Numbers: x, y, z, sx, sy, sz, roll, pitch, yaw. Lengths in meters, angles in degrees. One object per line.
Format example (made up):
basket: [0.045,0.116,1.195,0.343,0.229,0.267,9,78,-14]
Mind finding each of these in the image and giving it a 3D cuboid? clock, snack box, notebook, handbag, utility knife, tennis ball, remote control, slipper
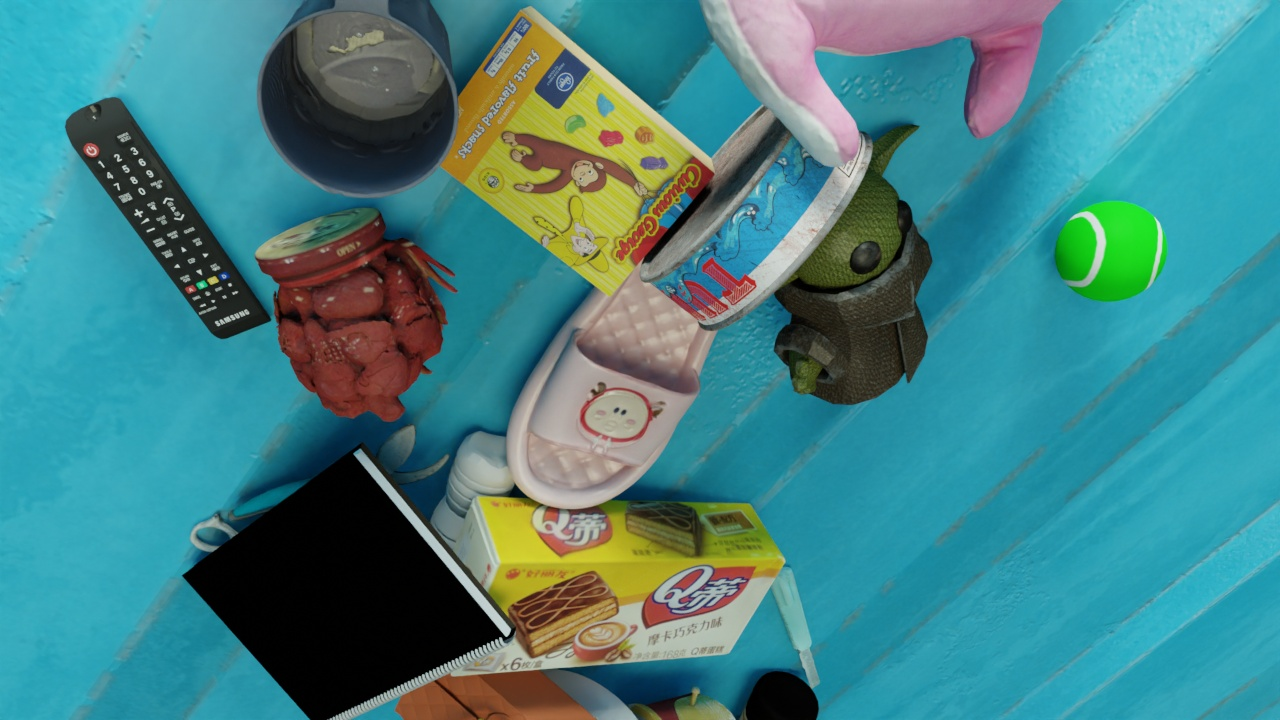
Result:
clock: [0.031,0.357,0.790,0.081,0.117,0.159,-1,132,-32]
snack box: [-0.037,-0.111,0.493,0.126,0.040,0.088,37,110,-14]
notebook: [-0.194,0.156,0.592,0.207,0.016,0.149,-33,99,31]
handbag: [-0.104,0.293,0.698,0.172,0.060,0.109,37,118,11]
utility knife: [0.137,0.236,0.792,0.022,0.015,0.165,-19,123,2]
tennis ball: [0.306,-0.071,0.598,0.065,0.065,0.065,-6,124,-9]
remote control: [-0.256,-0.072,0.505,0.033,0.015,0.147,-21,125,2]
snack box: [-0.019,0.157,0.653,0.230,0.061,0.110,7,122,-31]
slipper: [-0.003,0.003,0.578,0.106,0.055,0.222,23,106,-25]

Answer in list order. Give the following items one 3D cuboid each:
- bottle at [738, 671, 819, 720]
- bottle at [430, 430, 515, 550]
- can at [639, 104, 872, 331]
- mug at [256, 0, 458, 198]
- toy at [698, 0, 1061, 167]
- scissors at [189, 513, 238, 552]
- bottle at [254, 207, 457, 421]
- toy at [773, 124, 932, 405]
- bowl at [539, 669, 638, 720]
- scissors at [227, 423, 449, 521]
bottle: [0.107,0.369,0.848,0.059,0.059,0.182,7,121,-17]
bottle: [-0.123,0.113,0.638,0.044,0.044,0.136,15,119,-21]
can: [0.057,-0.080,0.476,0.044,0.129,0.130,37,109,-13]
mug: [-0.127,-0.153,0.426,0.083,0.104,0.124,2,122,-13]
toy: [0.148,-0.199,0.414,0.265,0.128,0.186,-27,94,-22]
scissors: [-0.236,0.126,0.642,0.141,0.014,0.175,20,115,-21]
bottle: [-0.153,-0.026,0.519,0.099,0.099,0.111,-17,114,-1]
toy: [0.128,-0.044,0.553,0.179,0.078,0.153,-45,138,-23]
bowl: [-0.062,0.328,0.746,0.150,0.043,0.150,8,110,23]
scissors: [-0.199,0.101,0.615,0.155,0.019,0.125,-6,118,-4]
